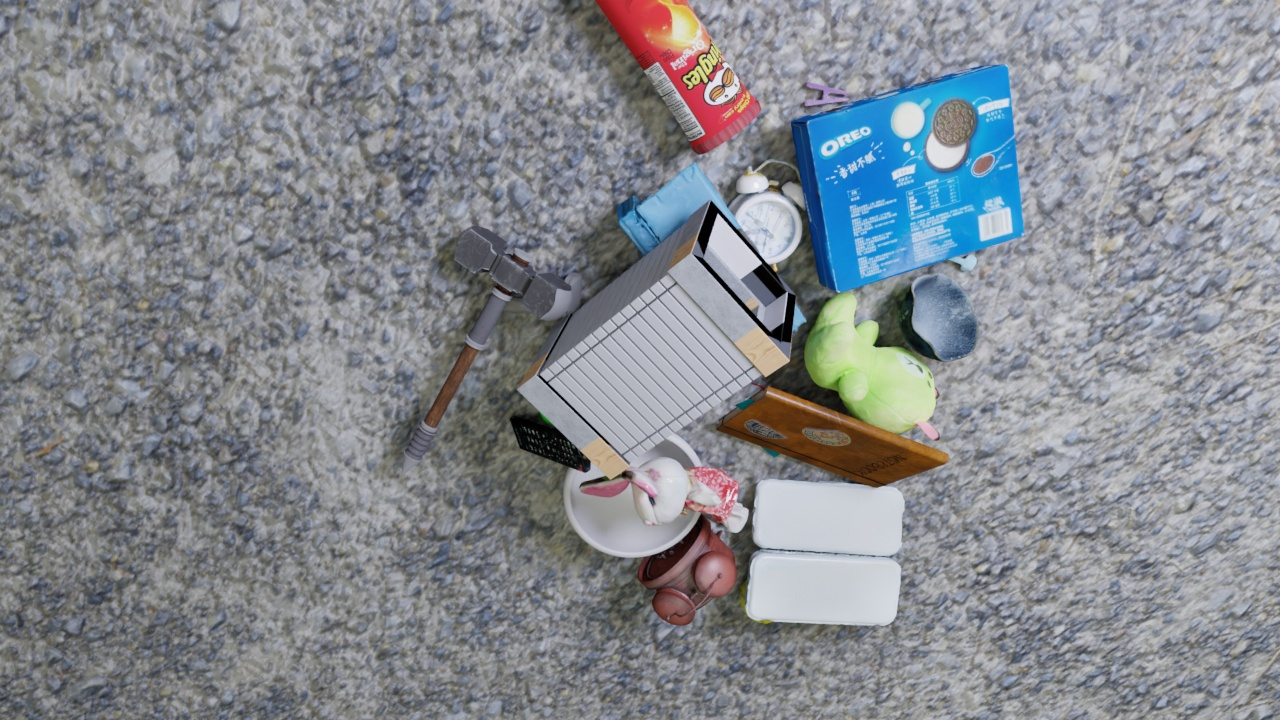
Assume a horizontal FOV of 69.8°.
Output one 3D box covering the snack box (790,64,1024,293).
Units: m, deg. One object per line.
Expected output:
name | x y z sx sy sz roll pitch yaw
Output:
snack box | 0.299 -0.202 1.022 0.238 0.056 0.196 -17 111 -6

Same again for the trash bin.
trash bin | 0.020 -0.019 0.973 0.248 0.142 0.142 -36 107 28

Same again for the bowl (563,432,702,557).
bowl | -0.010 0.155 1.151 0.176 0.066 0.177 -2 107 -7

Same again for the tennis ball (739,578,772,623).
tennis ball | 0.167 0.321 1.240 0.065 0.065 0.065 0 111 -1

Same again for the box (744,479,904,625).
box | 0.243 0.252 1.199 0.209 0.045 0.191 7 91 -8

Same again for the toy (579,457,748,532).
toy | 0.038 0.155 1.070 0.194 0.159 0.084 17 73 -27

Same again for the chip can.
chip can | 0.035 -0.330 0.972 0.087 0.087 0.213 -34 107 11

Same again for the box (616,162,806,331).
box | 0.083 -0.111 1.056 0.112 0.094 0.231 -36 107 10

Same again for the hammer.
hammer | -0.214 0.010 1.092 0.156 0.043 0.323 35 107 10

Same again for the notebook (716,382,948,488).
notebook | 0.216 0.097 1.120 0.249 0.179 0.014 20 68 -9

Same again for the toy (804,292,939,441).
toy | 0.272 0.019 1.089 0.107 0.149 0.197 -33 108 28

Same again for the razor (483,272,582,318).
razor | -0.130 -0.064 1.098 0.116 0.047 0.088 6 111 5

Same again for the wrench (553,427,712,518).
wrench | 0.004 0.151 1.197 0.273 0.018 0.073 26 106 -12

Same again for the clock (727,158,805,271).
clock | 0.146 -0.169 1.057 0.089 0.052 0.125 12 108 -5

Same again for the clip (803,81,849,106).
clip | 0.205 -0.302 1.026 0.051 0.014 0.043 -21 108 10

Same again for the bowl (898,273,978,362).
bowl | 0.347 -0.046 1.096 0.110 0.110 0.055 37 150 -14

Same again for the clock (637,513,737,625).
clock | 0.062 0.269 1.169 0.121 0.157 0.072 -42 101 14

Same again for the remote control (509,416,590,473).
remote control | -0.108 0.099 1.119 0.022 0.150 0.047 -29 115 -31

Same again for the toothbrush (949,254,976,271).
toothbrush | 0.327 -0.140 1.090 0.155 0.016 0.022 20 119 -8

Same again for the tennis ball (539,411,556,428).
tennis ball | -0.093 0.052 1.128 0.065 0.065 0.065 0 111 -1
